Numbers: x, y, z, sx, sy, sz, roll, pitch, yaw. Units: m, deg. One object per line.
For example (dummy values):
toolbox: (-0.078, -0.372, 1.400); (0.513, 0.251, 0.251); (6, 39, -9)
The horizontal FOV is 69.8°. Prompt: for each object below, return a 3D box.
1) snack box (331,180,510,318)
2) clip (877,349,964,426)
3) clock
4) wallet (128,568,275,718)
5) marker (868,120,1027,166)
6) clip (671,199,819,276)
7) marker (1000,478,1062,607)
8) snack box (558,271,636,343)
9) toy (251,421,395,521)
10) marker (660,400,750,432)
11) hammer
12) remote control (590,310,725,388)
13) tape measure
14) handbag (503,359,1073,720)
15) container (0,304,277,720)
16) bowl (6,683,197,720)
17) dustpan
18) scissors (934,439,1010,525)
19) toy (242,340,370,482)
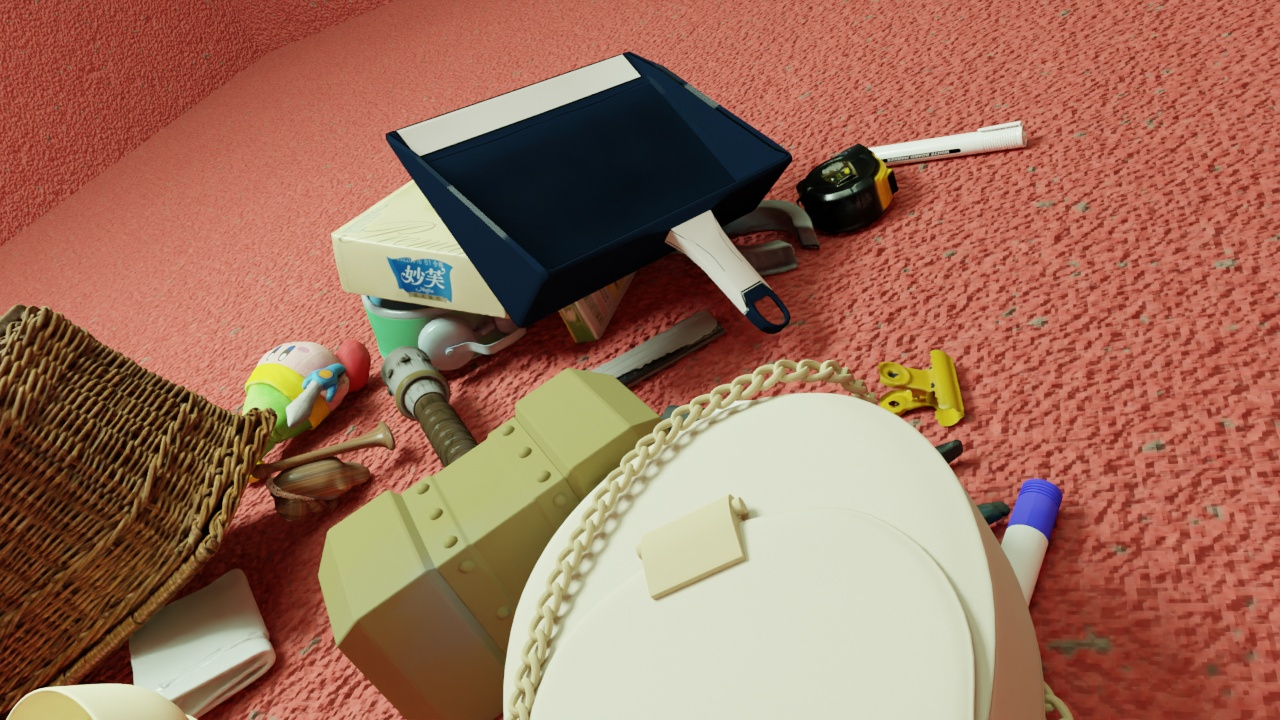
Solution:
snack box: (-0.135, -0.117, 0.781); (0.153, 0.055, 0.206); (10, 35, 19)
clip: (0.158, 0.019, 0.525); (0.046, 0.035, 0.052); (1, 40, 9)
clock: (-0.161, -0.040, 0.789); (0.162, 0.075, 0.121); (25, 47, 39)
wallet: (-0.286, 0.190, 0.601); (0.086, 0.032, 0.116); (-28, 27, -18)
marker: (0.235, -0.169, 0.726); (0.134, 0.020, 0.017); (-1, 37, 36)
clip: (0.062, -0.094, 0.742); (0.108, 0.028, 0.163); (-39, 34, -19)
marker: (0.155, 0.110, 0.393); (0.020, 0.020, 0.141); (3, 45, 39)
snack box: (-0.042, -0.117, 0.753); (0.027, 0.132, 0.167); (-7, 37, 29)
toy: (-0.234, 0.085, 0.687); (0.101, 0.055, 0.041); (-16, 22, -25)
marker: (0.066, 0.036, 0.557); (0.126, 0.025, 0.025); (-4, 39, 33)
hammer: (-0.117, 0.058, 0.593); (0.190, 0.101, 0.325); (-35, 32, -11)
remote control: (-0.004, 0.004, 0.666); (0.136, 0.013, 0.033); (-28, 33, -3)
tape measure: (0.160, -0.132, 0.711); (0.071, 0.042, 0.072); (-26, 35, -3)
handbag: (0.048, 0.121, 0.379); (0.211, 0.103, 0.208); (-29, 39, 18)
container: (-0.413, 0.099, 0.620); (0.250, 0.183, 0.162); (-39, 27, 15)
bowl: (-0.274, 0.224, 0.489); (0.118, 0.118, 0.074); (-8, -5, 28)
dustpan: (0.000, -0.114, 0.642); (0.235, 0.273, 0.080); (-30, -11, -32)
scissors: (0.113, 0.084, 0.462); (0.149, 0.019, 0.122); (-2, 41, 38)
toy: (-0.296, 0.038, 0.792); (0.124, 0.097, 0.131); (5, 26, 32)
